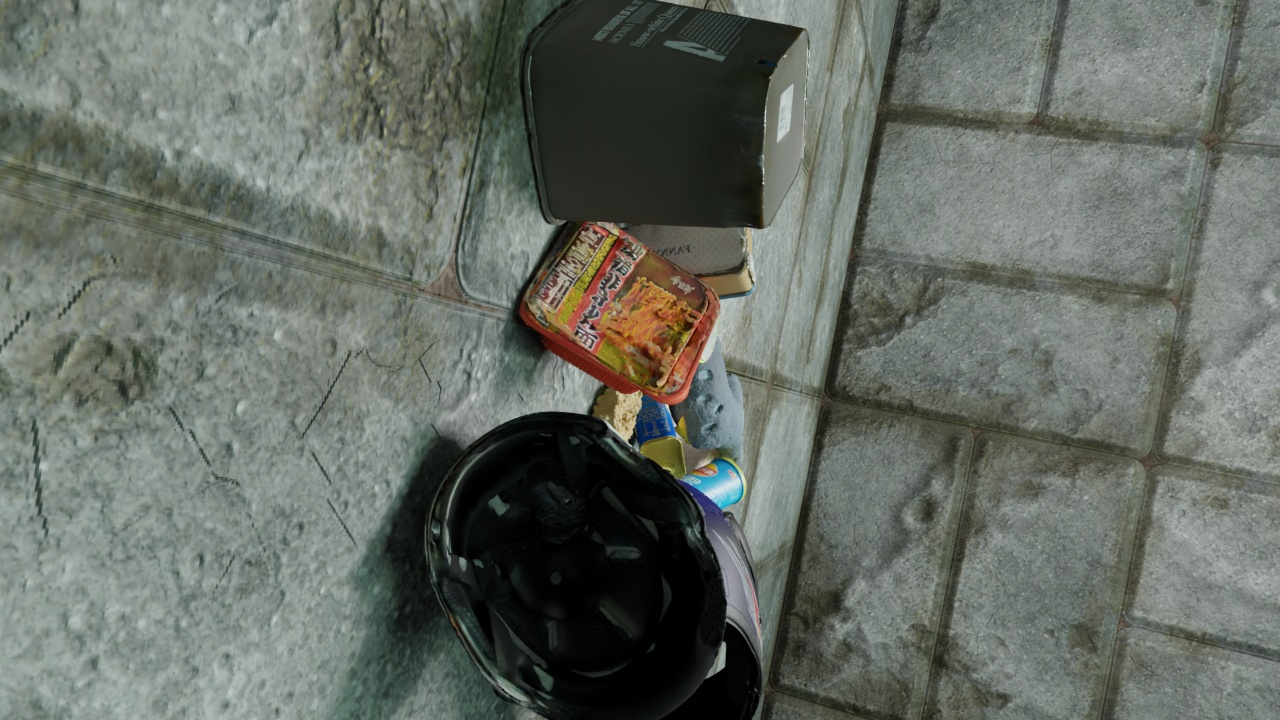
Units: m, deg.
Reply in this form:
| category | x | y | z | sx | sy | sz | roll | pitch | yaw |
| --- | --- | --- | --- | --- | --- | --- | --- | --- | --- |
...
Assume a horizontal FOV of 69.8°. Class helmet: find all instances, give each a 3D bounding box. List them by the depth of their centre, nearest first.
| category | x | y | z | sx | sy | sz | roll | pitch | yaw |
| --- | --- | --- | --- | --- | --- | --- | --- | --- | --- |
| helmet | -0.066 | 0.180 | 0.812 | 0.229 | 0.274 | 0.157 | -44 | -174 | -16 |
| helmet | 0.011 | 0.269 | 1.033 | 0.240 | 0.247 | 0.316 | -106 | 178 | -54 |

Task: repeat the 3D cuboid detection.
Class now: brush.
| category | x | y | z | sx | sy | sz | roll | pitch | yaw |
| --- | --- | --- | --- | --- | --- | --- | --- | --- | --- |
| brush | -0.007 | 0.007 | 1.178 | 0.083 | 0.046 | 0.253 | 73 | 29 | -47 |

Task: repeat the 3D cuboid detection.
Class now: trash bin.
| category | x | y | z | sx | sy | sz | roll | pitch | yaw |
| --- | --- | --- | --- | --- | --- | --- | --- | --- | --- |
| trash bin | 0.033 | -0.232 | 0.870 | 0.198 | 0.220 | 0.199 | -58 | 152 | -43 |

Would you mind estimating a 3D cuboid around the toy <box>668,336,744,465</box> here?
| category | x | y | z | sx | sy | sz | roll | pitch | yaw |
| --- | --- | --- | --- | --- | --- | --- | --- | --- | --- |
| toy | 0.090 | 0.045 | 1.292 | 0.137 | 0.091 | 0.357 | -67 | 144 | -46 |

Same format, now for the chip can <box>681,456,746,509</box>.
| category | x | y | z | sx | sy | sz | roll | pitch | yaw |
| --- | --- | --- | --- | --- | --- | --- | --- | --- | --- |
| chip can | 0.051 | 0.199 | 1.264 | 0.209 | 0.071 | 0.071 | -19 | 121 | -39 |

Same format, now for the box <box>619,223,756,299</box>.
| category | x | y | z | sx | sy | sz | roll | pitch | yaw |
| --- | --- | --- | --- | --- | --- | --- | --- | --- | --- |
| box | 0.036 | -0.109 | 1.026 | 0.061 | 0.184 | 0.089 | 46 | 42 | -60 |

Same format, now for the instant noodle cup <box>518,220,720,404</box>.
| category | x | y | z | sx | sy | sz | roll | pitch | yaw |
| --- | --- | --- | --- | --- | --- | --- | --- | --- | --- |
| instant noodle cup | -0.022 | -0.045 | 0.935 | 0.079 | 0.189 | 0.164 | -51 | -170 | 53 |

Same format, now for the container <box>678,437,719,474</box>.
| category | x | y | z | sx | sy | sz | roll | pitch | yaw |
| --- | --- | --- | --- | --- | --- | --- | --- | --- | --- |
| container | 0.076 | 0.185 | 1.409 | 0.110 | 0.090 | 0.090 | -47 | 127 | -53 |

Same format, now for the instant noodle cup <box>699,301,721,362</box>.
| category | x | y | z | sx | sy | sz | roll | pitch | yaw |
| --- | --- | --- | --- | --- | --- | --- | --- | --- | --- |
| instant noodle cup | 0.028 | -0.047 | 1.102 | 0.111 | 0.123 | 0.111 | 11 | 89 | -71 |

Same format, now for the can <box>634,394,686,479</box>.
| category | x | y | z | sx | sy | sz | roll | pitch | yaw |
| --- | --- | --- | --- | --- | --- | --- | --- | --- | --- |
| can | 0.022 | 0.105 | 1.229 | 0.102 | 0.057 | 0.083 | 78 | -3 | -50 |
